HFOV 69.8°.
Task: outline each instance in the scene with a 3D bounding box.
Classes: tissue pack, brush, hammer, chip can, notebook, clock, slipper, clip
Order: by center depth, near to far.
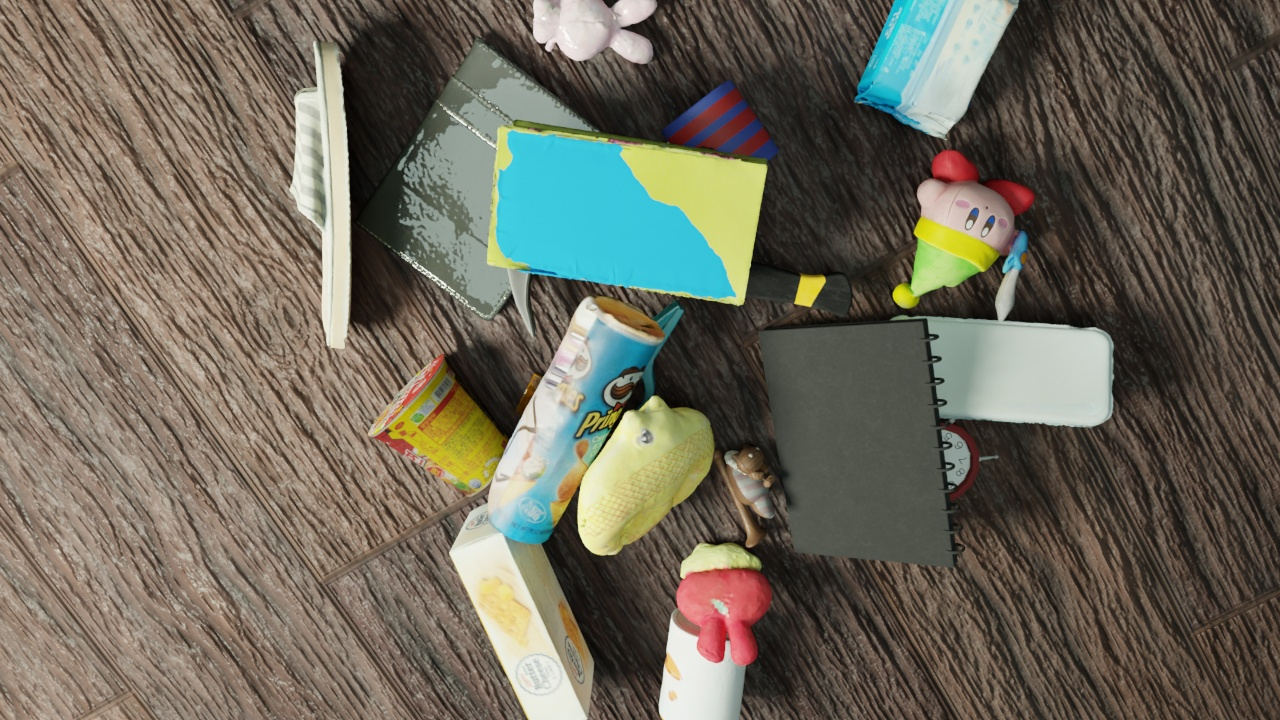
[{"bbox_3d":[0.257,-0.276,0.798,0.093,0.061,0.144,21,105,-5],"label":"tissue pack"},{"bbox_3d":[-0.284,-0.143,0.821,0.054,0.114,0.273,-5,107,-22],"label":"slipper"},{"bbox_3d":[-0.065,0.053,0.826,0.080,0.079,0.230,28,105,-5],"label":"chip can"},{"bbox_3d":[0.034,-0.083,0.838,0.324,0.034,0.170,11,105,-3],"label":"hammer"},{"bbox_3d":[-0.142,-0.162,0.851,0.169,0.029,0.209,37,104,-5],"label":"notebook"},{"bbox_3d":[0.205,0.078,0.857,0.169,0.019,0.231,-2,105,36],"label":"notebook"},{"bbox_3d":[-0.004,0.008,0.887,0.120,0.033,0.118,-14,99,5],"label":"clip"},{"bbox_3d":[0.272,0.100,0.890,0.124,0.044,0.087,-36,99,7],"label":"clock"},{"bbox_3d":[-0.058,0.060,0.903,0.126,0.017,0.048,27,102,-5],"label":"brush"}]

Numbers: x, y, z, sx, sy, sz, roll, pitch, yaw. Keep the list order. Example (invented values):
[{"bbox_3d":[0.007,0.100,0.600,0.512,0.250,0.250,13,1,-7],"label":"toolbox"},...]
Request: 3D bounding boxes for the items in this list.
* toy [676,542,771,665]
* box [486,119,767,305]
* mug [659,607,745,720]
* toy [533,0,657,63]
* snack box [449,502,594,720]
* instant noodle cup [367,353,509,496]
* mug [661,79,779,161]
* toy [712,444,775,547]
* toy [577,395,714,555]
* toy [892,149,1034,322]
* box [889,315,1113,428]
[{"bbox_3d":[0.081,0.231,0.886,0.091,0.135,0.045,-9,133,3],"label":"toy"},{"bbox_3d":[-0.012,-0.125,0.763,0.221,0.079,0.124,8,106,5],"label":"box"},{"bbox_3d":[0.064,0.310,0.923,0.082,0.082,0.105,6,102,0],"label":"mug"},{"bbox_3d":[-0.040,-0.296,0.810,0.110,0.047,0.064,3,110,-9],"label":"toy"},{"bbox_3d":[-0.112,0.247,0.901,0.057,0.104,0.208,-21,101,5],"label":"snack box"},{"bbox_3d":[-0.184,0.070,0.874,0.100,0.100,0.112,-41,107,9],"label":"instant noodle cup"},{"bbox_3d":[0.057,-0.187,0.824,0.112,0.074,0.076,-31,101,35],"label":"mug"},{"bbox_3d":[0.108,0.127,0.903,0.055,0.041,0.102,-25,93,29],"label":"toy"},{"bbox_3d":[0.005,0.103,0.847,0.065,0.170,0.155,31,136,35],"label":"toy"},{"bbox_3d":[0.291,-0.106,0.837,0.124,0.097,0.131,25,83,-10],"label":"toy"},{"bbox_3d":[0.325,0.008,0.849,0.213,0.063,0.118,6,73,1],"label":"box"}]
